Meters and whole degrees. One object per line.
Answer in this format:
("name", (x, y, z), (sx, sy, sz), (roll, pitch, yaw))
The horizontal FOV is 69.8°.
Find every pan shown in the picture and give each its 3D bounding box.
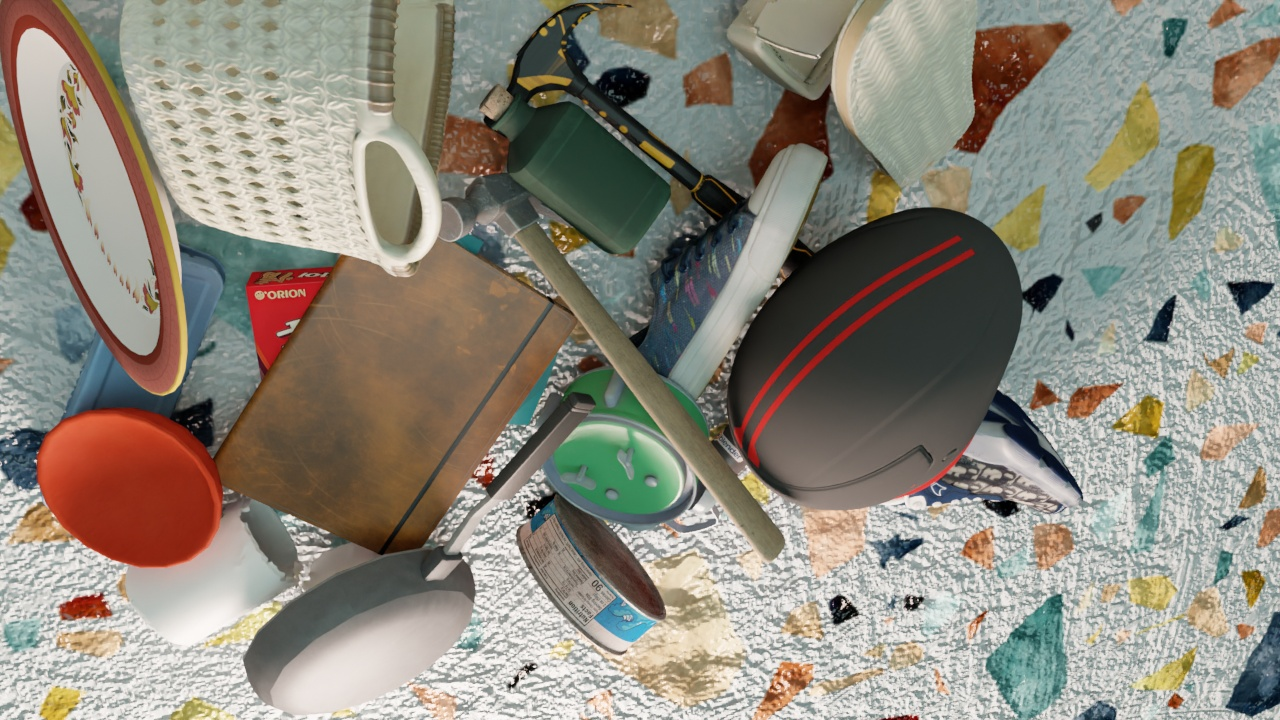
("pan", (-0.148, 0.152, 0.667), (0.358, 0.041, 0.178), (-48, 149, 20))

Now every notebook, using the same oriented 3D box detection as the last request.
("notebook", (-0.164, 0.021, 0.655), (0.178, 0.014, 0.249), (31, 101, -24))

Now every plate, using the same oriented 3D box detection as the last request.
("plate", (-0.300, -0.091, 0.514), (0.021, 0.230, 0.230), (-25, 121, -40))

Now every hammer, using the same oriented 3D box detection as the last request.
("hammer", (-0.004, 0.004, 0.634), (0.331, 0.119, 0.031), (51, 128, -2))
("hammer", (0.045, -0.134, 0.682), (0.320, 0.036, 0.123), (34, 105, -24))

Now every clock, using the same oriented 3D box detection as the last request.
("clock", (0.000, 0.083, 0.707), (0.122, 0.075, 0.161), (-24, 120, 35))

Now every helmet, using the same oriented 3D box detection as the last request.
("helmet", (0.152, 0.010, 0.645), (0.169, 0.164, 0.265), (1, 136, -47))

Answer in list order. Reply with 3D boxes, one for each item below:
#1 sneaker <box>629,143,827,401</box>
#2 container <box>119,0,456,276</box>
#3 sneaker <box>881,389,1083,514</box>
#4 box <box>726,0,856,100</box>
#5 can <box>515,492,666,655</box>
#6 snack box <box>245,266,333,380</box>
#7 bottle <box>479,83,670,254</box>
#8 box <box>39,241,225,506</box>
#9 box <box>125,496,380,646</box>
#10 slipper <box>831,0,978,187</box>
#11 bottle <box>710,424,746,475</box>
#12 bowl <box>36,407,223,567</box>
("sneaker", (0.053, -0.065, 0.668), (0.079, 0.087, 0.236), (29, 128, 0))
("container", (-0.166, -0.174, 0.495), (0.143, 0.245, 0.185), (3, 145, -6))
("sneaker", (0.268, 0.086, 0.814), (0.269, 0.103, 0.133), (28, 117, -23))
("box", (0.125, -0.253, 0.592), (0.095, 0.185, 0.145), (35, 105, 18))
("can", (-0.039, 0.167, 0.728), (0.044, 0.130, 0.130), (-42, 116, 3))
("snack box", (-0.193, -0.001, 0.668), (0.152, 0.036, 0.133), (-6, 113, -14))
("bottle", (-0.049, -0.132, 0.610), (0.131, 0.061, 0.061), (37, 87, -22))
("box", (-0.354, 0.011, 0.640), (0.066, 0.049, 0.210), (17, 109, -41))
("box", (-0.282, 0.153, 0.686), (0.162, 0.084, 0.112), (-31, 108, -3))
("slipper", (0.179, -0.193, 0.619), (0.115, 0.052, 0.262), (-46, 158, 10))
("bottle", (0.077, 0.077, 0.775), (0.110, 0.036, 0.036), (-45, 116, 5))
("bowl", (-0.334, 0.080, 0.615), (0.122, 0.035, 0.122), (2, 115, 4))
